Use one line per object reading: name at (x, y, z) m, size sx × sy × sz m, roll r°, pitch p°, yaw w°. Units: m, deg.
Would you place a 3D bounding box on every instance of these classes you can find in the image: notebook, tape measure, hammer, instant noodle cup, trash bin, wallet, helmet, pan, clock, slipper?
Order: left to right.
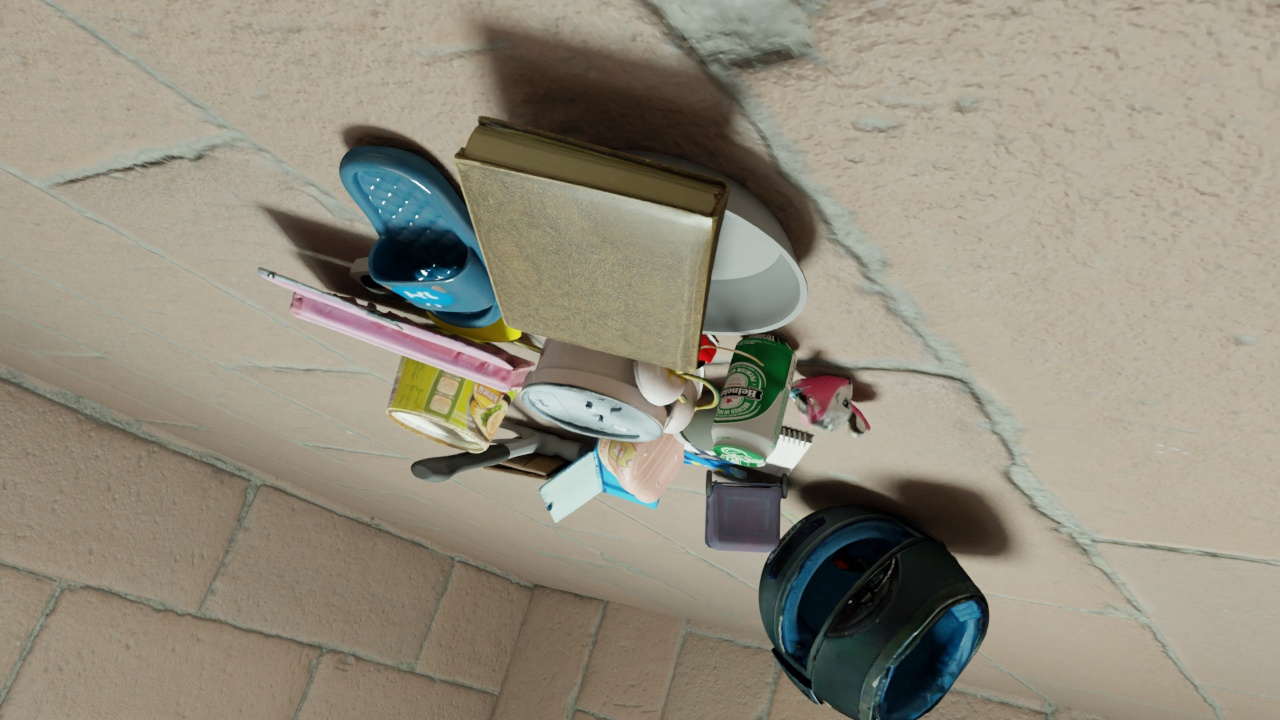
tape measure at (-0.232, -0.074, 0.858) m, size 0.065 × 0.016 × 0.064 m, roll 3°, pitch 155°, yaw 36°
slipper at (-0.162, -0.081, 0.704) m, size 0.104 × 0.059 × 0.214 m, roll 9°, pitch 152°, yaw 14°
instant noodle cup at (-0.208, 0.037, 1.016) m, size 0.146 × 0.097 × 0.146 m, roll 16°, pitch 161°, yaw 5°
hammer at (-0.184, 0.114, 1.122) m, size 0.125 × 0.029 × 0.310 m, roll 14°, pitch -174°, yaw 19°
wallet at (-0.149, 0.135, 1.263) m, size 0.099 × 0.027 × 0.121 m, roll 10°, pitch -169°, yaw 17°
pan at (-0.014, -0.053, 0.678) m, size 0.200 × 0.050 × 0.357 m, roll 23°, pitch 160°, yaw -14°
clock at (-0.015, 0.021, 0.727) m, size 0.158 × 0.058 × 0.117 m, roll 7°, pitch 159°, yaw 18°
notebook at (-0.007, -0.054, 0.574) m, size 0.190 × 0.034 × 0.216 m, roll 15°, pitch 157°, yaw 5°
slipper at (-0.002, 0.096, 1.003) m, size 0.081 × 0.093 × 0.197 m, roll 33°, pitch 170°, yaw 18°
notebook at (0.058, 0.078, 1.030) m, size 0.245 × 0.013 × 0.178 m, roll 16°, pitch 162°, yaw 5°
trash bin at (0.123, 0.186, 1.120) m, size 0.094 × 0.092 × 0.161 m, roll 2°, pitch 169°, yaw 2°
helmet at (0.257, 0.289, 1.093) m, size 0.236 × 0.249 × 0.316 m, roll 40°, pitch 177°, yaw 36°

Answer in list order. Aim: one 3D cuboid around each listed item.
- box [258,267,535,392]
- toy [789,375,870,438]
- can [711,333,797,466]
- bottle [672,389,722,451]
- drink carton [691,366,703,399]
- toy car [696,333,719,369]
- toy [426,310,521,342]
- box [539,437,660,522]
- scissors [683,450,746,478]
box at (-0.226, -0.024, 0.870) m, size 0.233 × 0.039 × 0.179 m, roll 20°, pitch 178°, yaw 6°
toy at (0.161, 0.033, 0.782) m, size 0.102 × 0.050 × 0.065 m, roll 19°, pitch -166°, yaw -31°
can at (0.092, 0.031, 0.738) m, size 0.053 × 0.101 × 0.053 m, roll 16°, pitch 161°, yaw 5°
bottle at (0.080, 0.058, 0.884) m, size 0.060 × 0.060 × 0.109 m, roll 30°, pitch 157°, yaw -33°
drink carton at (-0.005, 0.005, 0.863) m, size 0.122 × 0.038 × 0.069 m, roll 17°, pitch 162°, yaw 20°
toy car at (0.020, -0.014, 0.793) m, size 0.090 × 0.025 × 0.038 m, roll 7°, pitch 158°, yaw 30°
toy at (-0.152, -0.042, 0.841) m, size 0.094 × 0.041 × 0.096 m, roll 23°, pitch 160°, yaw -25°
box at (-0.051, 0.161, 1.266) m, size 0.170 × 0.071 × 0.244 m, roll -9°, pitch 160°, yaw -3°
scissors at (0.088, 0.128, 1.118) m, size 0.127 × 0.015 × 0.126 m, roll 17°, pitch 169°, yaw -22°
